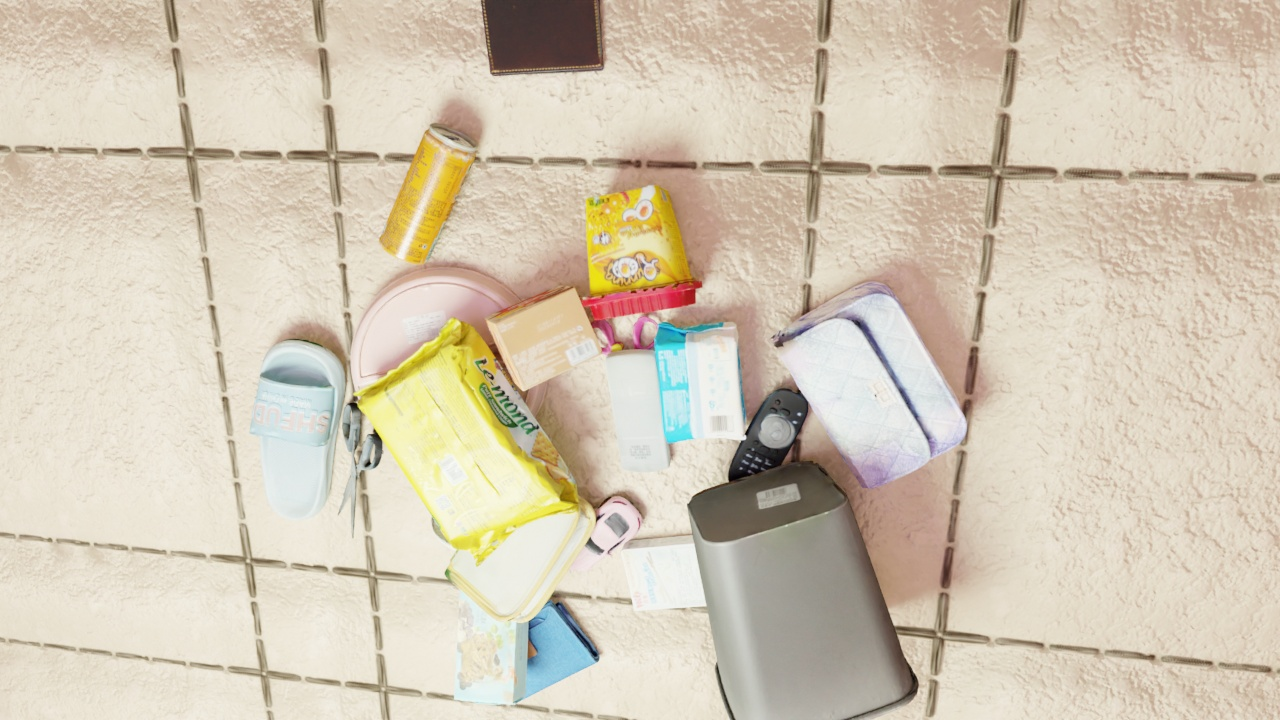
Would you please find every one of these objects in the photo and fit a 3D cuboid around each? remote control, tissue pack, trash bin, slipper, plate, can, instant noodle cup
[{"bbox_3d":[-0.002,0.058,1.032,0.058,0.021,0.150,-2,115,11],"label":"remote control"},{"bbox_3d":[0.065,0.025,0.994,0.090,0.063,0.140,-4,108,11],"label":"tissue pack"},{"bbox_3d":[0.141,0.089,1.021,0.053,0.024,0.137,25,111,-1],"label":"remote control"},{"bbox_3d":[0.157,0.243,0.966,0.198,0.199,0.220,-16,102,-3],"label":"trash bin"},{"bbox_3d":[-0.421,0.089,1.104,0.104,0.074,0.246,13,111,8],"label":"slipper"},{"bbox_3d":[-0.220,0.009,1.044,0.229,0.028,0.229,1,101,3],"label":"plate"},{"bbox_3d":[-0.229,-0.178,0.989,0.058,0.058,0.146,30,110,0],"label":"can"},{"bbox_3d":[-0.004,-0.111,0.945,0.116,0.116,0.123,-8,94,13],"label":"instant noodle cup"}]

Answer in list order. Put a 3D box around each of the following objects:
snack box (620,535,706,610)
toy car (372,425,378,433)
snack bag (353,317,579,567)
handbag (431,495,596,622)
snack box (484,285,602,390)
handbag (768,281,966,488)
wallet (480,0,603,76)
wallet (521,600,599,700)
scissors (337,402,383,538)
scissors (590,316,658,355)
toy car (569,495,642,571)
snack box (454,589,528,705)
[{"bbox_3d":[0.062,0.249,1.087,0.157,0.026,0.085,-7,106,13],"label":"snack box"},{"bbox_3d":[-0.274,0.085,1.095,0.090,0.035,0.042,18,111,2],"label":"toy car"},{"bbox_3d":[-0.191,0.094,0.996,0.158,0.068,0.246,-31,97,19],"label":"snack bag"},{"bbox_3d":[-0.159,0.199,1.076,0.179,0.063,0.163,31,84,27],"label":"handbag"},{"bbox_3d":[-0.105,-0.027,0.976,0.092,0.094,0.077,-25,102,-11],"label":"snack box"},{"bbox_3d":[0.241,0.024,0.954,0.134,0.075,0.194,-31,99,19],"label":"handbag"},{"bbox_3d":[-0.100,-0.341,0.932,0.122,0.020,0.096,0,113,10],"label":"wallet"},{"bbox_3d":[-0.133,0.367,1.158,0.133,0.040,0.106,-31,103,16],"label":"wallet"},{"bbox_3d":[-0.346,0.132,1.115,0.160,0.014,0.173,-18,83,50],"label":"scissors"},{"bbox_3d":[-0.005,0.007,1.029,0.105,0.017,0.136,-22,107,16],"label":"scissors"},{"bbox_3d":[-0.051,0.209,1.091,0.123,0.037,0.056,-40,95,21],"label":"toy car"},{"bbox_3d":[-0.177,0.320,1.107,0.074,0.051,0.174,-1,80,12],"label":"snack box"}]
